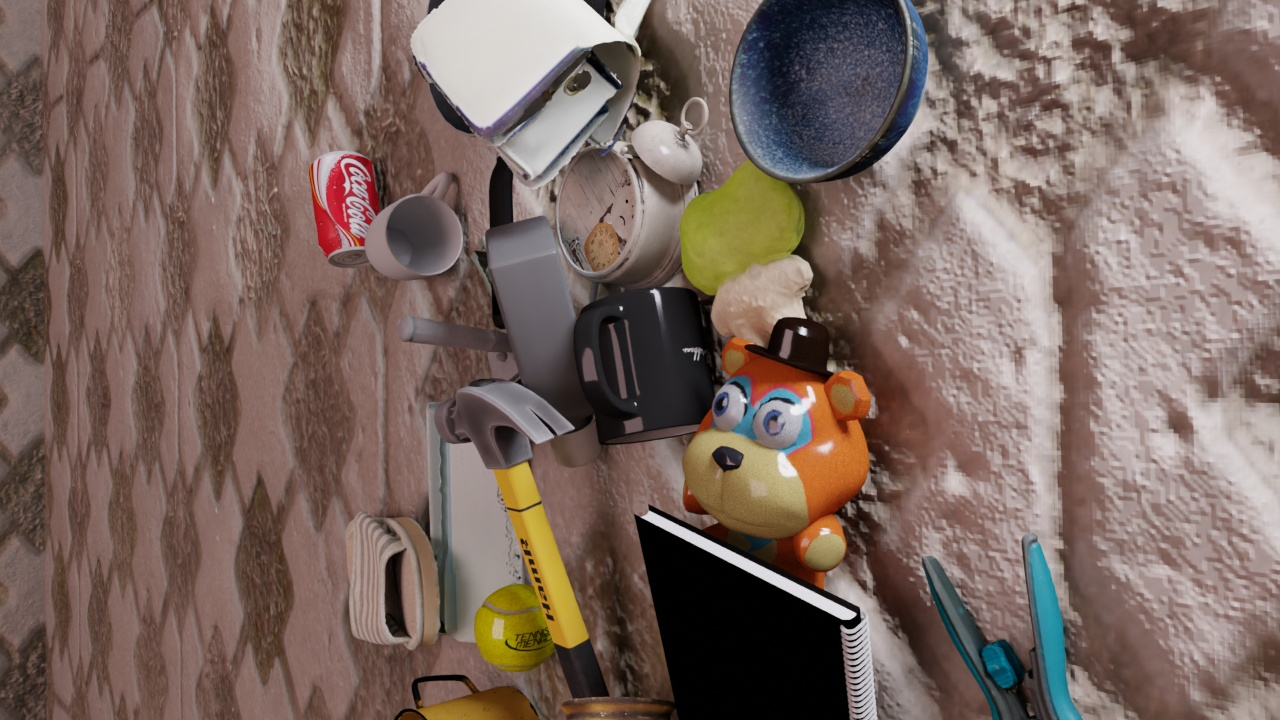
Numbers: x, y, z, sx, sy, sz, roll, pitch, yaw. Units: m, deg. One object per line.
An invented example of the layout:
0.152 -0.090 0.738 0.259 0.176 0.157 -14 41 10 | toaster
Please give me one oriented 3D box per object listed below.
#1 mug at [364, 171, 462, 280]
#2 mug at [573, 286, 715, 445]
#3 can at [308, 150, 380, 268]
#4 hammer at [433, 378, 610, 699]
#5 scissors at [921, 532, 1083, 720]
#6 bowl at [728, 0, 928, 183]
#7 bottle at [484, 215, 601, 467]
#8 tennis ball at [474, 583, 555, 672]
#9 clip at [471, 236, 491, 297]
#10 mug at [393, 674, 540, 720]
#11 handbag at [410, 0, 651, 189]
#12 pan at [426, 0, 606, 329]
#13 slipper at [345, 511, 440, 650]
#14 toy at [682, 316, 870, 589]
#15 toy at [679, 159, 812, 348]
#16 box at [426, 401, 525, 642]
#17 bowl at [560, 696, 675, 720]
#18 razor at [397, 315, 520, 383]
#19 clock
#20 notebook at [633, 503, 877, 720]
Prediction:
-0.205 -0.123 0.835 0.090 0.071 0.107 -5 59 55 | mug
-0.003 0.003 0.575 0.078 0.113 0.088 -14 79 28 | mug
-0.294 -0.151 0.921 0.064 0.064 0.104 -24 73 44 | can
-0.056 0.166 0.634 0.170 0.034 0.324 -11 99 60 | hammer
0.184 0.151 0.445 0.156 0.019 0.125 40 120 37 | scissors
0.110 -0.149 0.492 0.115 0.060 0.114 1 92 49 | bowl
-0.063 -0.005 0.643 0.083 0.046 0.174 -113 10 -63 | bottle
-0.095 0.206 0.708 0.065 0.065 0.065 0 90 47 | tennis ball
-0.117 -0.070 0.763 0.043 0.023 0.075 -53 52 34 | clip
-0.140 0.308 0.736 0.101 0.094 0.123 -50 55 37 | mug
-0.047 -0.211 0.594 0.176 0.074 0.151 -43 53 6 | handbag
-0.098 -0.200 0.712 0.205 0.044 0.355 -10 80 45 | pan
-0.240 0.196 0.841 0.273 0.054 0.114 -1 87 62 | slipper
0.075 0.063 0.516 0.112 0.096 0.176 17 92 45 | toy
0.067 -0.057 0.552 0.092 0.043 0.117 -30 72 39 | toy
-0.145 0.135 0.783 0.126 0.074 0.197 1 94 27 | box
-0.014 0.241 0.557 0.146 0.145 0.063 -28 53 43 | bowl
-0.131 -0.017 0.709 0.088 0.116 0.047 -38 56 40 | razor
-0.005 -0.113 0.615 0.157 0.061 0.103 -49 57 38 | clock
0.068 0.191 0.510 0.149 0.016 0.207 18 128 46 | notebook
